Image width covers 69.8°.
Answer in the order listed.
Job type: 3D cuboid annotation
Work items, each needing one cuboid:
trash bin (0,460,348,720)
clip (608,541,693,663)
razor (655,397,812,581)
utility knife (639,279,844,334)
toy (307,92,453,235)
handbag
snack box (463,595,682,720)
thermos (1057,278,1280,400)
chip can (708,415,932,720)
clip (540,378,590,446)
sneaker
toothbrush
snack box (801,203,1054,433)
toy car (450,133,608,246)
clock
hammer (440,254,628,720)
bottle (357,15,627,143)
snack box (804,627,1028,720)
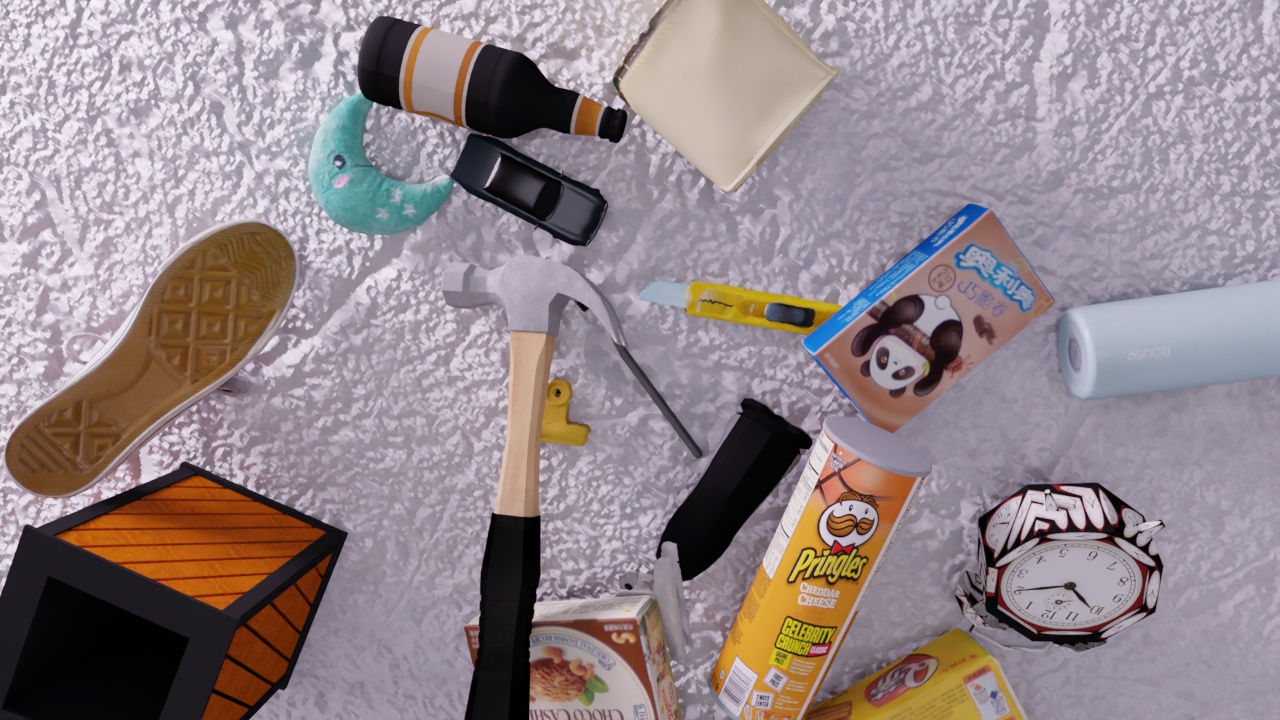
[{"bbox_3d":[-0.323,0.179,0.637,0.140,0.171,0.140,24,98,1],"label":"trash bin"},{"bbox_3d":[0.009,0.174,0.685,0.058,0.049,0.102,7,120,30],"label":"clip"},{"bbox_3d":[0.059,0.100,0.660,0.057,0.060,0.156,34,102,4],"label":"razor"},{"bbox_3d":[0.088,-0.035,0.664,0.179,0.017,0.030,10,89,6],"label":"utility knife"},{"bbox_3d":[-0.196,-0.136,0.663,0.085,0.033,0.105,-42,91,-3],"label":"toy"},{"bbox_3d":[0.054,-0.190,0.617,0.119,0.081,0.111,41,105,-3],"label":"handbag"},{"bbox_3d":[-0.045,0.251,0.674,0.143,0.041,0.147,-9,97,22],"label":"snack box"},{"bbox_3d":[0.396,-0.018,0.614,0.207,0.078,0.065,-8,92,7],"label":"thermos"},{"bbox_3d":[0.120,0.150,0.634,0.075,0.075,0.215,21,108,1],"label":"chip can"},{"bbox_3d":[-0.063,0.040,0.682,0.054,0.045,0.048,6,54,4],"label":"clip"},{"bbox_3d":[-0.342,-0.002,0.661,0.118,0.088,0.240,45,74,-13],"label":"sneaker"},{"bbox_3d":[-0.004,0.004,0.675,0.013,0.012,0.167,-35,93,15],"label":"toothbrush"},{"bbox_3d":[0.198,-0.026,0.636,0.151,0.034,0.087,-40,108,7],"label":"snack box"},{"bbox_3d":[-0.079,-0.121,0.653,0.112,0.034,0.046,27,98,0],"label":"toy car"},{"bbox_3d":[0.288,0.150,0.647,0.114,0.064,0.155,15,126,1],"label":"clock"},{"bbox_3d":[-0.085,0.091,0.640,0.131,0.039,0.328,4,87,12],"label":"hammer"},{"bbox_3d":[-0.099,-0.185,0.634,0.181,0.059,0.059,16,98,2],"label":"bottle"},{"bbox_3d":[0.165,0.299,0.658,0.230,0.061,0.110,-28,95,-1],"label":"snack box"}]
